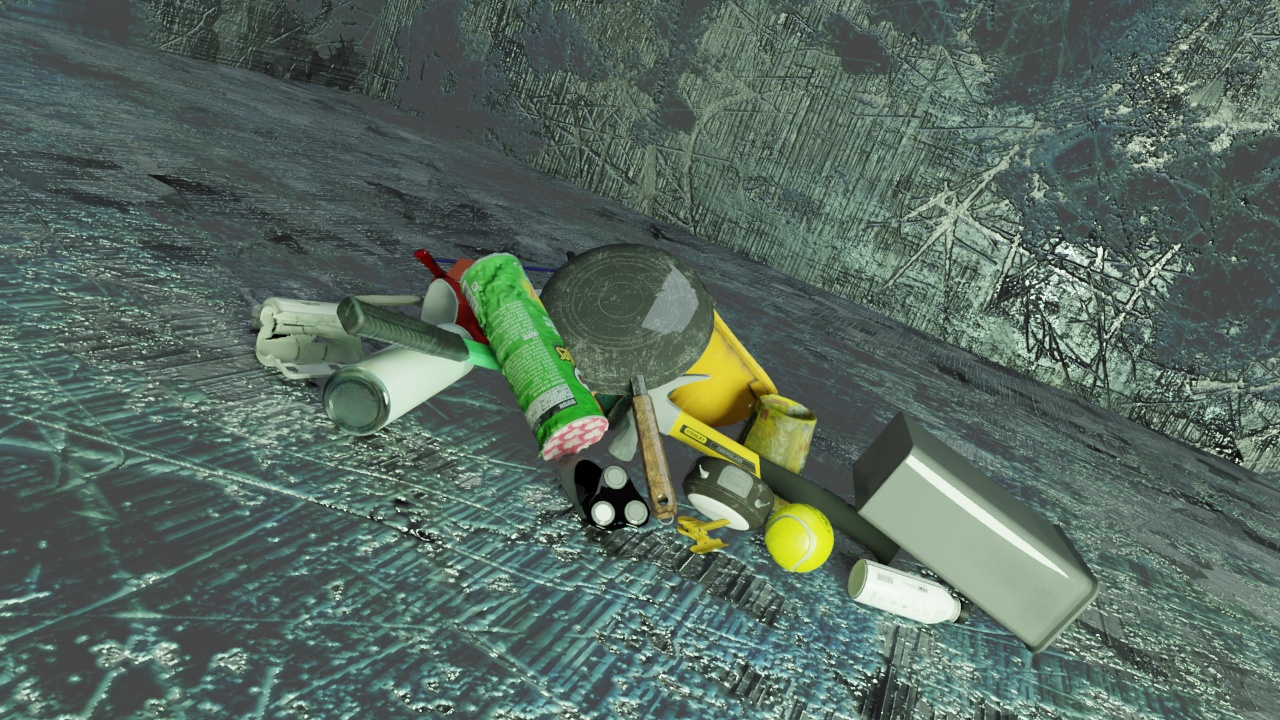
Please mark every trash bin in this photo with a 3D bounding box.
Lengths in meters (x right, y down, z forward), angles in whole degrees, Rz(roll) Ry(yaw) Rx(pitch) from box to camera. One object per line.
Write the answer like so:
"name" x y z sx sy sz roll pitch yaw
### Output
"trash bin" 0.341 0.170 0.968 0.220 0.098 0.191 38 15 4

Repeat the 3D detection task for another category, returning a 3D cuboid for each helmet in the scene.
"helmet" 0.074 0.012 1.196 0.205 0.131 0.255 54 3 12

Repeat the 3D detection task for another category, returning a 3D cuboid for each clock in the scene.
"clock" -0.016 0.029 1.050 0.157 0.122 0.073 -19 61 -47
"clock" 0.085 0.137 0.914 0.091 0.043 0.123 28 -21 7

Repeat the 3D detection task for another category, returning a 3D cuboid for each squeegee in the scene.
"squeegee" -0.262 -0.124 1.378 0.250 0.055 0.184 6 12 14

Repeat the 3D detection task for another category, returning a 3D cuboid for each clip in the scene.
"clip" 0.058 0.160 0.875 0.054 0.046 0.048 -2 53 -52
"clip" -0.338 -0.038 0.948 0.151 0.110 0.126 43 22 30

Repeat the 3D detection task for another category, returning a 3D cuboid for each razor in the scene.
"razor" -0.043 0.119 0.845 0.057 0.060 0.156 2 1 -20

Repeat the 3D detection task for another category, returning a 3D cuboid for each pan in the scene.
"pan" -0.006 0.006 0.962 0.207 0.040 0.356 -11 54 -4

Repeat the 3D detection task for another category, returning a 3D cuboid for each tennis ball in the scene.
"tennis ball" 0.153 0.171 0.888 0.065 0.065 0.065 19 16 -6

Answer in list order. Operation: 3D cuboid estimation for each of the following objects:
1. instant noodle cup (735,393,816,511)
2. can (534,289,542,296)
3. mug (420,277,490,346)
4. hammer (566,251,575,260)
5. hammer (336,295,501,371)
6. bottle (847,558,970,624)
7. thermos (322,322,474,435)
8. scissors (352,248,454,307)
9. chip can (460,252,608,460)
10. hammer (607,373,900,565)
"instant noodle cup" 0.148 0.101 1.040 0.102 0.108 0.102 17 17 -6
"can" -0.121 -0.061 1.328 0.127 0.064 0.064 18 16 -11
"mug" -0.204 -0.048 1.151 0.096 0.081 0.116 5 28 -44
"hammer" -0.086 -0.062 1.279 0.095 0.015 0.324 12 36 -21
"hammer" -0.184 -0.012 0.942 0.318 0.032 0.130 22 35 -60
"bottle" 0.261 0.227 0.884 0.116 0.041 0.041 19 16 -7
"thermos" -0.234 0.013 0.925 0.068 0.068 0.229 22 15 5
"scissors" -0.282 -0.087 1.186 0.179 0.015 0.199 -13 -22 -1
"chip can" -0.113 -0.008 0.938 0.075 0.076 0.223 3 49 -48
"hammer" 0.134 0.121 0.985 0.323 0.127 0.029 29 8 3
